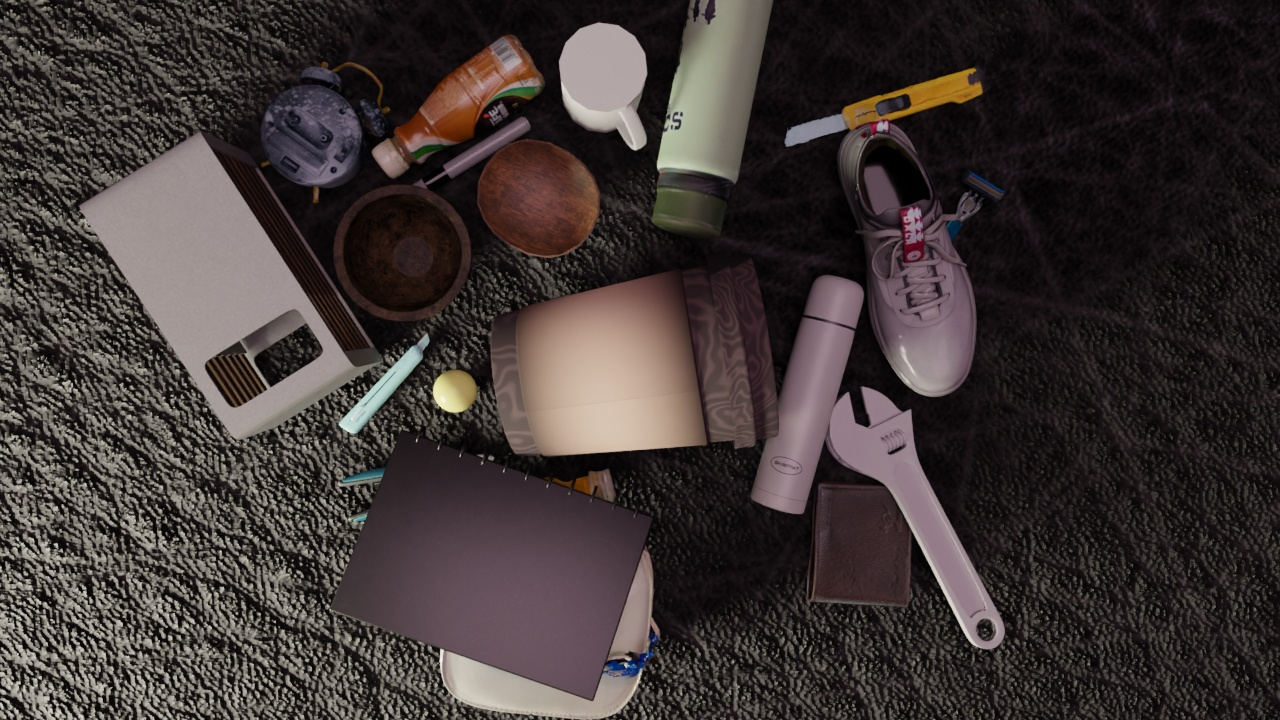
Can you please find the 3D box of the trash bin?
[{"bbox_3d":[-0.349,-0.063,0.804,0.114,0.114,0.229,-32,94,-1],"label":"trash bin"}]

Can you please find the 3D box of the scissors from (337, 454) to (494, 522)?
[{"bbox_3d":[-0.216,0.112,0.870,0.148,0.019,0.132,32,92,-3],"label":"scissors"}]

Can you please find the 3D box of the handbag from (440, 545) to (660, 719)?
[{"bbox_3d":[-0.079,0.220,0.823,0.200,0.093,0.200,8,105,-10],"label":"handbag"}]

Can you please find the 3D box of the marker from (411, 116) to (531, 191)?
[{"bbox_3d":[-0.165,-0.185,0.857,0.140,0.016,0.016,-32,94,-1],"label":"marker"}]

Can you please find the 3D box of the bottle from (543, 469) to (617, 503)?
[{"bbox_3d":[-0.115,0.142,0.859,0.186,0.053,0.053,-14,94,-3],"label":"bottle"}]

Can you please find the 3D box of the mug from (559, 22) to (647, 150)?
[{"bbox_3d":[-0.026,-0.238,0.825,0.073,0.089,0.105,-32,94,-1],"label":"mug"}]

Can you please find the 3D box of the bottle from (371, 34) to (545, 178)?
[{"bbox_3d":[-0.168,-0.226,0.833,0.167,0.059,0.059,-36,94,-1],"label":"bottle"}]

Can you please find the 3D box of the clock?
[{"bbox_3d":[-0.284,-0.212,0.831,0.090,0.052,0.129,36,91,-4],"label":"clock"}]

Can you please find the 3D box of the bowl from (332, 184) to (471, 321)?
[{"bbox_3d":[-0.212,-0.096,0.839,0.121,0.056,0.121,0,93,-3],"label":"bowl"}]

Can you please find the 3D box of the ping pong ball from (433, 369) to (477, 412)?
[{"bbox_3d":[-0.173,0.028,0.856,0.040,0.040,0.040,0,93,-3],"label":"ping pong ball"}]

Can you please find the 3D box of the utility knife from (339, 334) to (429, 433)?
[{"bbox_3d":[-0.238,0.023,0.866,0.119,0.015,0.022,-48,63,-1],"label":"utility knife"}]

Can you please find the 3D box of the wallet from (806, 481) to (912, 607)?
[{"bbox_3d":[0.215,0.179,0.892,0.099,0.031,0.120,4,91,-5],"label":"wallet"}]

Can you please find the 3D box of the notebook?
[{"bbox_3d":[-0.122,0.168,0.782,0.231,0.019,0.169,19,78,0],"label":"notebook"}]

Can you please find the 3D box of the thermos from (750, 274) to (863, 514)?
[{"bbox_3d":[0.159,0.031,0.868,0.052,0.052,0.224,15,92,-4],"label":"thermos"}]

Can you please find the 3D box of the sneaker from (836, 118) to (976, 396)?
[{"bbox_3d":[0.242,-0.093,0.818,0.097,0.128,0.263,-16,92,13],"label":"sneaker"}]

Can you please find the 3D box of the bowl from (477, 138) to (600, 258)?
[{"bbox_3d":[-0.094,-0.149,0.858,0.114,0.026,0.102,32,90,-4],"label":"bowl"}]

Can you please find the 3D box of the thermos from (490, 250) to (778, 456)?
[{"bbox_3d":[-0.005,0.005,0.808,0.226,0.172,0.172,-9,93,4],"label":"thermos"}]

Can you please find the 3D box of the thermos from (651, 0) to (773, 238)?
[{"bbox_3d":[0.065,-0.228,0.840,0.082,0.082,0.231,11,92,-4],"label":"thermos"}]

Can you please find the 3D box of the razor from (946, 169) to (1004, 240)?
[{"bbox_3d":[0.290,-0.112,0.884,0.042,0.022,0.144,35,96,9],"label":"razor"}]

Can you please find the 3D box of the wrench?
[{"bbox_3d":[0.262,0.152,0.874,0.086,0.018,0.273,-25,84,-10],"label":"wrench"}]

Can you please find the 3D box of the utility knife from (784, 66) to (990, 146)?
[{"bbox_3d":[0.235,-0.240,0.878,0.207,0.018,0.030,-18,85,1],"label":"utility knife"}]
